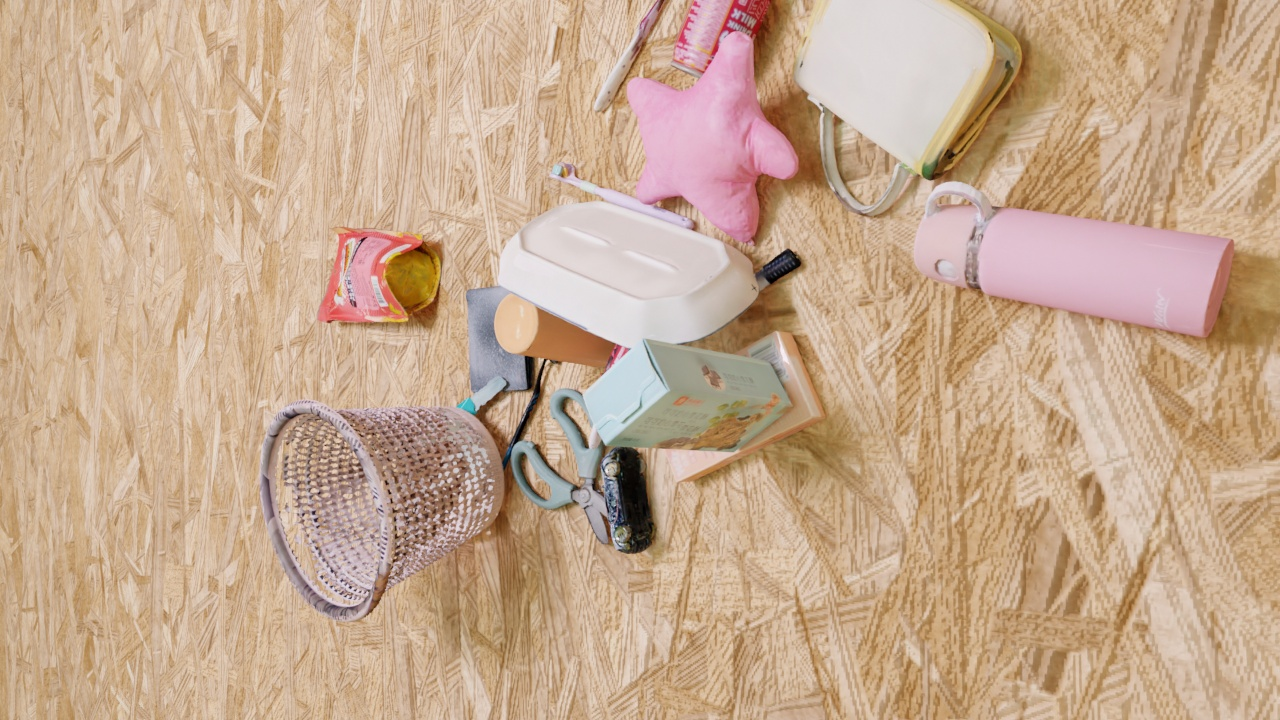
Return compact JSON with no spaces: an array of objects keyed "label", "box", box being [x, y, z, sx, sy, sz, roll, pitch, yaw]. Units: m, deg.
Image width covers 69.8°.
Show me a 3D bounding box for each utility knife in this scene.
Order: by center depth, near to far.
[{"label":"utility knife","box":[-0.218,0.072,1.072,0.210,0.013,0.029,-37,69,36]}]

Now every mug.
[{"label":"mug","box":[-0.080,-0.034,0.903,0.078,0.122,0.078,-2,87,39]}]

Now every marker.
[{"label":"marker","box":[0.089,-0.062,0.838,0.131,0.018,0.022,-31,45,33]}]

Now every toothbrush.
[{"label":"toothbrush","box":[-0.022,0.004,0.916,0.016,0.016,0.180,25,99,46]},{"label":"toothbrush","box":[0.000,-0.333,0.919,0.188,0.016,0.017,-57,50,22]},{"label":"toothbrush","box":[-0.019,-0.165,0.926,0.189,0.029,0.021,29,146,34]},{"label":"toothbrush","box":[-0.121,0.056,1.002,0.016,0.014,0.190,28,108,9]}]

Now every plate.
[{"label":"plate","box":[-0.018,-0.091,0.837,0.266,0.161,0.034,27,140,38]}]

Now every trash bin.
[{"label":"trash bin","box":[-0.263,0.138,0.983,0.228,0.191,0.227,9,104,38]}]

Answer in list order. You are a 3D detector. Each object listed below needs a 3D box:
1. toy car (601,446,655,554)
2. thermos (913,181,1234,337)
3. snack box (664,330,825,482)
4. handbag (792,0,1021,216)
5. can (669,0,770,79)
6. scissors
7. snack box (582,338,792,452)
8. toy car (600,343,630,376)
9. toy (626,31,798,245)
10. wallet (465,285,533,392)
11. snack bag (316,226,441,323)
[{"label":"toy car","box":[-0.015,0.135,0.892,0.031,0.048,0.105,-15,78,34]},{"label":"thermos","box":[0.292,-0.076,0.638,0.199,0.087,0.067,20,56,37]},{"label":"snack box","box":[0.083,0.044,0.832,0.158,0.026,0.084,-31,70,34]},{"label":"handbag","box":[0.197,-0.212,0.741,0.163,0.063,0.179,47,130,30]},{"label":"can","box":[0.071,-0.300,0.828,0.066,0.066,0.094,34,109,34]},{"label":"scissors","box":[-0.081,0.126,0.965,0.170,0.019,0.177,-32,70,32]},{"label":"snack box","box":[0.042,0.032,0.737,0.074,0.174,0.051,-41,59,30]},{"label":"toy car","box":[-0.005,0.005,0.886,0.045,0.052,0.121,44,113,47]},{"label":"toy","box":[0.057,-0.182,0.821,0.195,0.074,0.178,-8,108,50]},{"label":"wallet","box":[-0.159,-0.024,1.033,0.097,0.019,0.121,-3,88,40]},{"label":"snack bag","box":[-0.340,-0.106,1.152,0.208,0.073,0.128,6,87,43]}]
